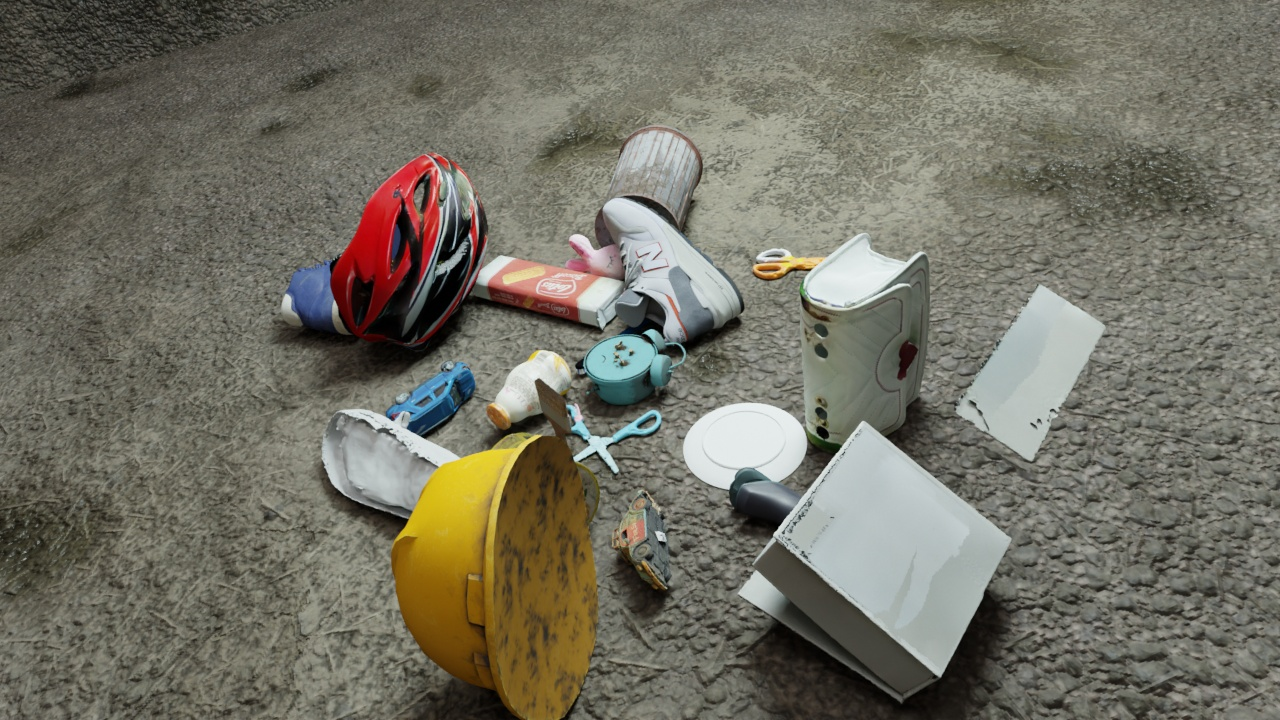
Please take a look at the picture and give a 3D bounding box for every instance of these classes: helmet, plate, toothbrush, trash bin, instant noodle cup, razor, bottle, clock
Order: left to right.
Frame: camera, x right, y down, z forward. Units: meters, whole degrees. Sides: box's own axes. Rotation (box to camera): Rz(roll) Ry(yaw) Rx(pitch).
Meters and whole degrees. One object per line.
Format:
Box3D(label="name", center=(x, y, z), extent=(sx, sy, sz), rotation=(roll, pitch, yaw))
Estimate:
Box3D(label="helmet", center=(-0.299, -0.145, 1.232), extent=(0.167, 0.217, 0.271), rotation=(23, 82, 6))
Box3D(label="helmet", center=(-0.130, 0.176, 0.760), extent=(0.131, 0.256, 0.204), rotation=(2, 40, 17))
Box3D(label="bottle", center=(-0.133, 0.037, 1.088), extent=(0.063, 0.063, 0.108), rotation=(22, 49, 35))
Box3D(label="instant noodle cup", center=(-0.111, 0.127, 0.954), extent=(0.102, 0.102, 0.108), rotation=(-28, 32, -19))
Box3D(label="toothbrush", center=(-0.022, -0.031, 1.181), extent=(0.014, 0.014, 0.167), rotation=(14, 41, 45))
Box3D(label="clock", center=(-0.006, 0.007, 1.101), extent=(0.124, 0.053, 0.090), rotation=(-12, 39, 0))
Box3D(label="trash bin", center=(0.015, -0.246, 1.349), extent=(0.131, 0.131, 0.210), rotation=(0, 41, 15))
Box3D(label="plate", center=(0.113, 0.088, 1.002), extent=(0.134, 0.011, 0.134), rotation=(-7, 39, 6))
Box3D(label="razor", center=(0.150, 0.151, 0.893), extent=(0.143, 0.047, 0.052), rotation=(27, 28, 35))

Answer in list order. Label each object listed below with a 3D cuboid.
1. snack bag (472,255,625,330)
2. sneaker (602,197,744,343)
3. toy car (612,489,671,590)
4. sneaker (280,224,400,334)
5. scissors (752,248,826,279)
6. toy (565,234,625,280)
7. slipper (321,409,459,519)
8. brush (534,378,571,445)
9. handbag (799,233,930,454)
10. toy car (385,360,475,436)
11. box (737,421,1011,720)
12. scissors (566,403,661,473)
Box3D(label="snack bag", center=(-0.128, -0.098, 1.275), extent=(0.225, 0.041, 0.077), rotation=(14, 43, 31))
Box3D(label="sneaker", center=(0.009, -0.107, 1.180), extent=(0.240, 0.089, 0.124), rotation=(39, 68, 20))
Box3D(label="toy car", center=(0.000, 0.178, 0.894), extent=(0.047, 0.047, 0.111), rotation=(-29, 29, 16))
Box3D(label="sneaker", center=(-0.436, -0.126, 1.356), extent=(0.118, 0.091, 0.232), rotation=(0, 48, 18))
Box3D(label="scissors", center=(0.219, -0.135, 1.252), extent=(0.130, 0.013, 0.070), rotation=(-2, 40, 14))
Box3D(label="toy", center=(-0.053, -0.136, 1.277), extent=(0.110, 0.064, 0.047), rotation=(16, 44, 14))
Box3D(label="slipper", center=(-0.269, 0.115, 1.022), extent=(0.247, 0.074, 0.112), rotation=(18, 78, 35))
Box3D(label="brush", center=(-0.084, 0.079, 0.960), extent=(0.008, 0.143, 0.045), rotation=(-36, 53, -25))
Box3D(label="handbag", center=(0.229, -0.013, 0.949), extent=(0.096, 0.199, 0.141), rotation=(28, 54, 37))
Box3D(label="toy car", center=(-0.250, 0.051, 1.114), extent=(0.043, 0.056, 0.120), rotation=(31, 58, 33))
Box3D(label="box", center=(0.187, 0.271, 0.878), extent=(0.172, 0.405, 0.168), rotation=(31, 48, 22))
Box3D(label="scissors", center=(-0.042, 0.081, 1.054), extent=(0.135, 0.015, 0.135), rotation=(-26, 46, -13))
